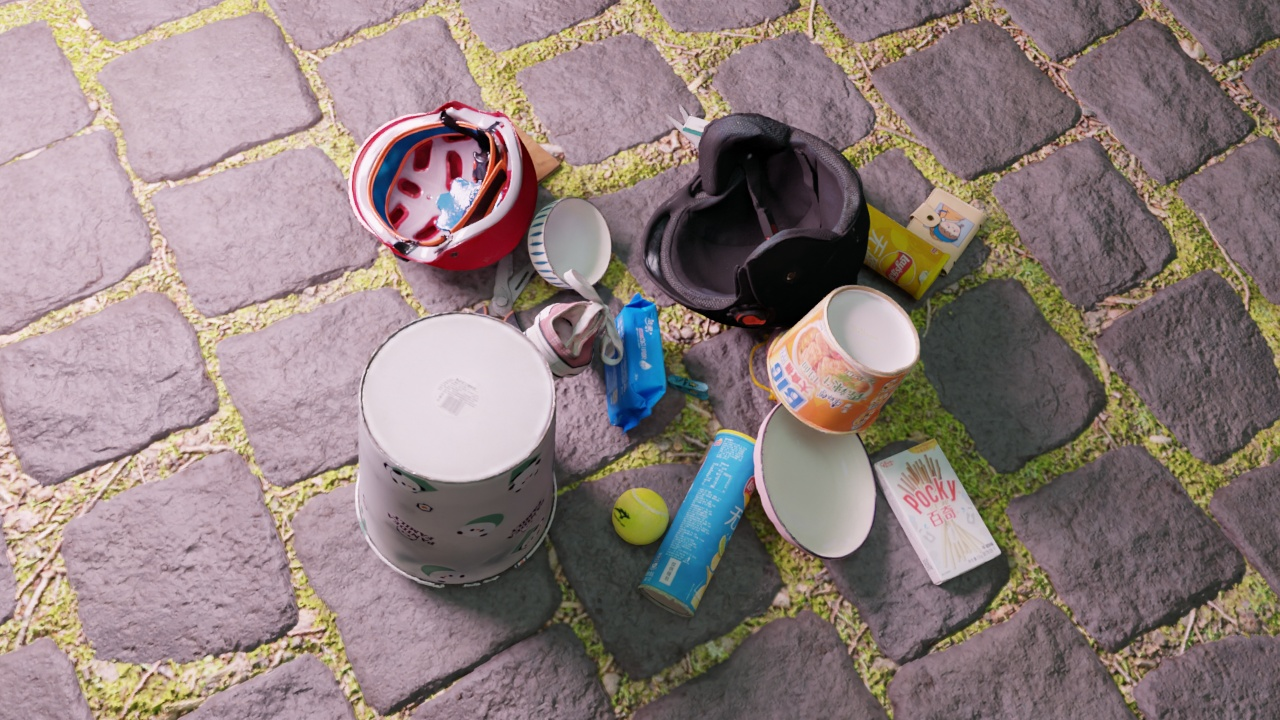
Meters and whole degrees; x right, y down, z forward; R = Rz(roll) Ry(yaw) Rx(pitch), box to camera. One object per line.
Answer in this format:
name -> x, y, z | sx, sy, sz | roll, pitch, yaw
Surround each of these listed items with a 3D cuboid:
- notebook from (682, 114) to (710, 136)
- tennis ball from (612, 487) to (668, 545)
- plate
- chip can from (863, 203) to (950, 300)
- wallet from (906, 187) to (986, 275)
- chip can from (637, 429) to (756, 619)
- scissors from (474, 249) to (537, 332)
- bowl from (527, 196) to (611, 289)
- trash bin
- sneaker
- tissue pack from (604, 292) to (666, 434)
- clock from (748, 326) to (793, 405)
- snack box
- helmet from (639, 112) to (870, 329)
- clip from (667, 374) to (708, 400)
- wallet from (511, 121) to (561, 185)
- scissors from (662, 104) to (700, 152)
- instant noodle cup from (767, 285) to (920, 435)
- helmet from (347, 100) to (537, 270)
notebook -> 0.161, -0.290, 1.237 | 0.209, 0.012, 0.150 | 17, 22, 0
tennis ball -> 0.000, 0.179, 1.052 | 0.065, 0.066, 0.065 | 1, 66, -3
plate -> 0.196, 0.136, 1.063 | 0.192, 0.039, 0.192 | 16, 63, -34
chip can -> 0.302, -0.168, 1.222 | 0.213, 0.072, 0.072 | 36, 69, 13
wallet -> 0.411, -0.180, 1.261 | 0.087, 0.024, 0.115 | 38, 70, 7
chip can -> 0.075, 0.185, 1.052 | 0.071, 0.071, 0.209 | 27, 68, 8
scissors -> -0.182, -0.054, 1.172 | 0.189, 0.015, 0.224 | -20, 68, -12
bowl -> -0.100, -0.148, 1.178 | 0.066, 0.116, 0.116 | -1, 57, 44
trash bin -> -0.190, 0.090, 0.961 | 0.229, 0.252, 0.229 | 5, 59, -9
sneaker -> -0.071, -0.036, 1.052 | 0.088, 0.241, 0.118 | -34, 93, 7
tissue pack -> -0.007, 0.007, 1.112 | 0.052, 0.095, 0.157 | 4, 66, -20
clock -> 0.214, 0.007, 1.146 | 0.158, 0.060, 0.117 | 0, 67, -5
snack box -> 0.351, 0.179, 1.097 | 0.084, 0.027, 0.156 | -21, 70, -12
helmet -> 0.146, -0.147, 1.120 | 0.275, 0.230, 0.233 | -23, 53, 17
clip -> 0.059, 0.033, 1.145 | 0.055, 0.037, 0.013 | 20, 65, 17
wallet -> -0.183, -0.269, 1.264 | 0.101, 0.020, 0.115 | 42, 68, 12
scissors -> 0.085, -0.291, 1.294 | 0.170, 0.012, 0.143 | 24, 66, 8
instant noodle cup -> 0.235, -0.006, 1.038 | 0.151, 0.112, 0.151 | 10, 56, -16
helmet -> -0.236, -0.208, 1.167 | 0.240, 0.144, 0.206 | 14, 80, 25
